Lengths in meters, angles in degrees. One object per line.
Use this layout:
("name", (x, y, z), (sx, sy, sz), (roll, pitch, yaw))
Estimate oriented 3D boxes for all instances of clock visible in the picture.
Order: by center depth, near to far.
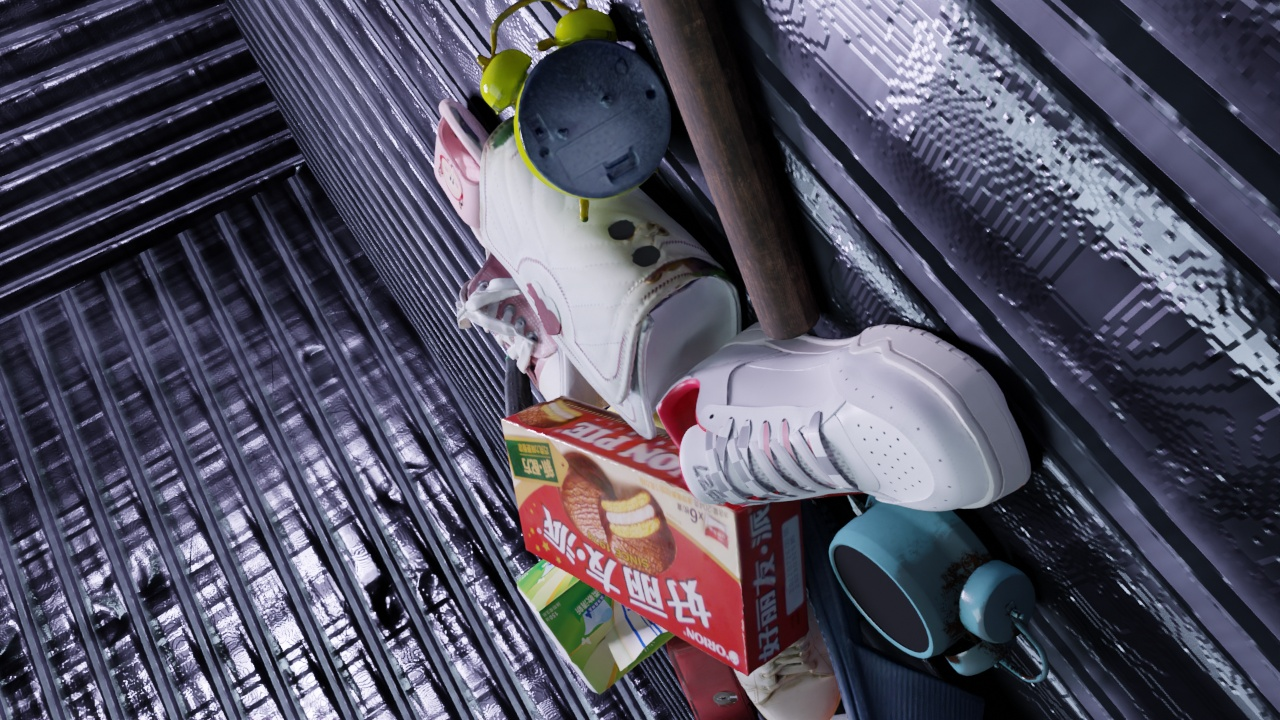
("clock", (0.152, 0.118, 0.470), (0.124, 0.053, 0.090), (44, 160, 36))
("clock", (-0.035, -0.141, 0.498), (0.119, 0.083, 0.057), (60, 172, -15))

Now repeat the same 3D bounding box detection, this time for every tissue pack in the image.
("tissue pack", (0.013, 0.190, 0.782), (0.120, 0.197, 0.141), (53, 168, -20))

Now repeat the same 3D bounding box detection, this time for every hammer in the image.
("hammer", (0.041, -0.126, 0.371), (0.218, 0.037, 0.301), (33, 152, 58))
("hammer", (-0.129, 0.005, 0.971), (0.318, 0.032, 0.130), (-105, -4, -59))

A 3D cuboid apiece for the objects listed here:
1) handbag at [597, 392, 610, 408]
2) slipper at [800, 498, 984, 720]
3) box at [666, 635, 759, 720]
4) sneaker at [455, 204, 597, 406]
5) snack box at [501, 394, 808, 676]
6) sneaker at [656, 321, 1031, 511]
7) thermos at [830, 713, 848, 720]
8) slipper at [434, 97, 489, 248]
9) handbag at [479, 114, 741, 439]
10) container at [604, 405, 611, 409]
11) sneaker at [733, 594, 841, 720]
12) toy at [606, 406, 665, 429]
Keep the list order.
("handbag", (-0.082, -0.057, 0.885), (0.198, 0.062, 0.176), (69, 166, -9))
("slipper", (0.164, 0.202, 0.572), (0.101, 0.082, 0.263), (61, -169, -71))
("box", (0.080, 0.279, 0.894), (0.137, 0.127, 0.157), (41, 158, 61))
("sneaker", (-0.104, -0.047, 0.763), (0.118, 0.087, 0.240), (107, 144, -54))
("snack box", (0.001, 0.105, 0.619), (0.237, 0.060, 0.113), (15, 119, 47))
("sneaker", (0.076, 0.041, 0.457), (0.090, 0.104, 0.237), (63, 164, -17))
("thermos", (0.108, 0.348, 0.793), (0.231, 0.067, 0.068), (-23, 102, 34))
("slipper", (-0.166, -0.175, 0.899), (0.106, 0.055, 0.222), (57, 166, 13))
("handbag", (-0.026, -0.059, 0.603), (0.198, 0.096, 0.142), (49, 162, 35))
("container", (-0.036, 0.093, 0.903), (0.084, 0.113, 0.085), (61, 165, -13))
("sneaker", (0.096, 0.181, 0.670), (0.102, 0.089, 0.241), (-109, -4, -78))
("toy", (-0.017, 0.089, 0.778), (0.064, 0.171, 0.154), (33, -159, -22))
